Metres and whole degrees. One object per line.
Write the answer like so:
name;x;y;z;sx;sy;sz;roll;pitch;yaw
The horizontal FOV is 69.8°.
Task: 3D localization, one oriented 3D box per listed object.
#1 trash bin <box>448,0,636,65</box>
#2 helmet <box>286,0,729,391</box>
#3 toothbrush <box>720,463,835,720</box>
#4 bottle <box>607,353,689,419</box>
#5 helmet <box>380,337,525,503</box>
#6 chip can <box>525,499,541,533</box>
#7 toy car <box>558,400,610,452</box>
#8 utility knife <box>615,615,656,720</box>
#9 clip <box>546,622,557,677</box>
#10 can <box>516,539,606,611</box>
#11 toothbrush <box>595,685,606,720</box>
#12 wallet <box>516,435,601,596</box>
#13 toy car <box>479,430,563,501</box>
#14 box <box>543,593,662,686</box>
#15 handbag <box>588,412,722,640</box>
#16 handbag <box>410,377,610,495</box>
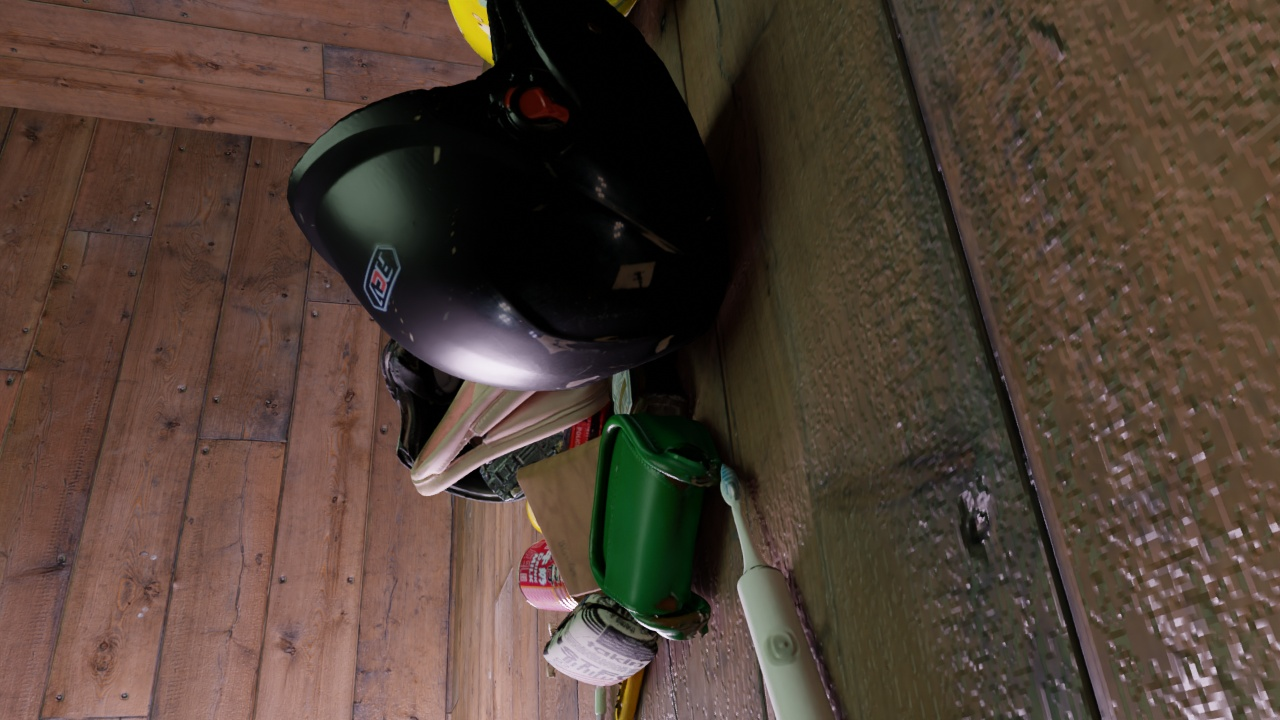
trash bin;-0.089;-0.385;0.839;0.255;0.229;0.229;177;97;-81
helmet;-0.073;-0.090;0.599;0.230;0.274;0.234;60;142;14
toothbrush;0.068;0.133;0.460;0.220;0.027;0.026;-104;1;-51
bottle;-0.004;0.004;0.737;0.194;0.044;0.080;-109;27;-58
helmet;-0.165;0.019;1.064;0.156;0.230;0.274;-35;-55;-68
chip can;-0.059;0.126;0.853;0.214;0.072;0.072;142;130;-70
toy car;-0.053;0.051;0.899;0.120;0.045;0.053;-86;6;-64
utility knife;-0.005;0.238;0.728;0.033;0.015;0.156;-112;30;-65
clip;-0.082;0.294;0.977;0.102;0.035;0.095;-108;21;-72
can;-0.063;0.193;0.830;0.094;0.066;0.066;-19;67;56
toothbrush;-0.039;0.267;0.849;0.021;0.029;0.189;-12;68;33
wallet;-0.040;0.124;0.718;0.101;0.020;0.115;-25;86;37
toy car;-0.116;0.095;0.960;0.121;0.054;0.036;-45;-10;18
box;-0.032;0.214;0.679;0.165;0.069;0.052;117;166;-56
handbag;0.015;0.105;0.606;0.120;0.068;0.131;-144;60;-64
handbag;-0.132;0.037;0.863;0.234;0.093;0.193;-40;18;9
